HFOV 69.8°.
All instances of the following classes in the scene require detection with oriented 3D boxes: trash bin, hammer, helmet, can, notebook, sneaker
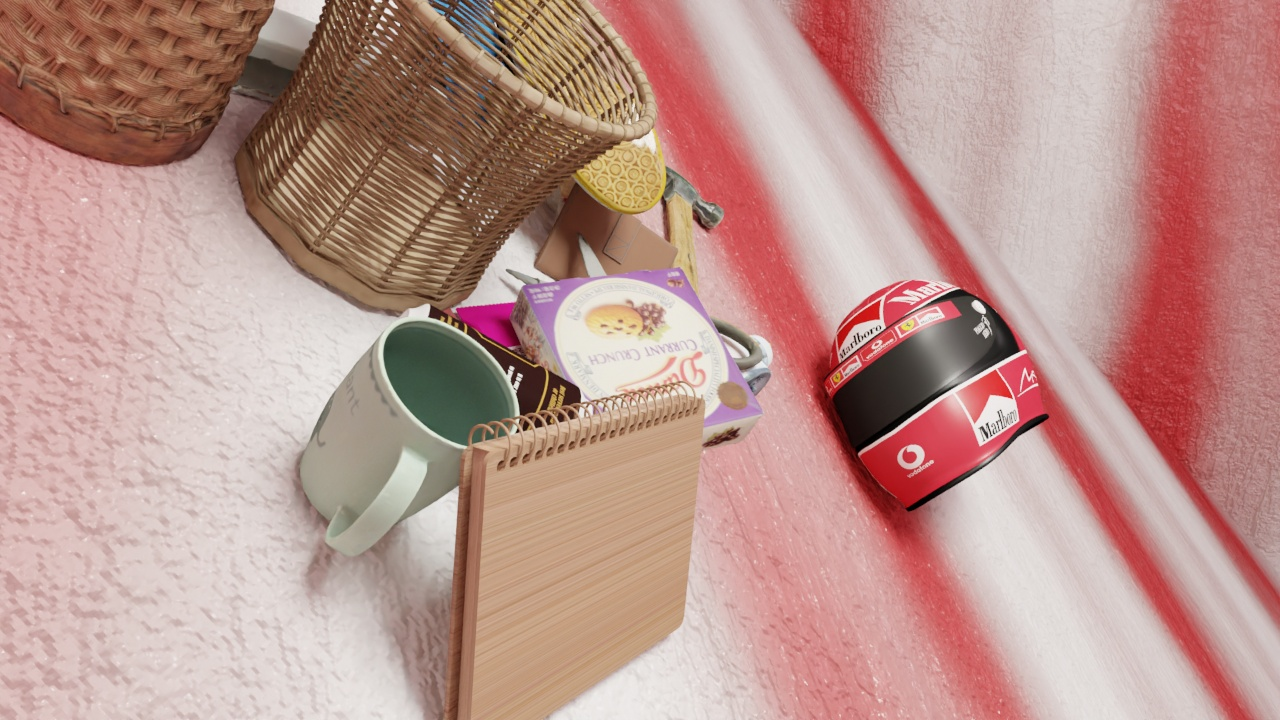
[{"bbox_3d":[-0.272,-0.235,0.510,0.151,0.211,0.151,34,32,-25],"label":"trash bin"},{"bbox_3d":[0.043,-0.107,0.972,0.132,0.033,0.329,35,32,-26],"label":"hammer"},{"bbox_3d":[0.318,0.020,1.027,0.270,0.198,0.224,-14,67,-49],"label":"helmet"},{"bbox_3d":[-0.100,0.023,0.570,0.128,0.072,0.071,30,34,-21],"label":"can"},{"bbox_3d":[-0.026,0.104,0.521,0.210,0.022,0.169,-10,108,-57],"label":"notebook"},{"bbox_3d":[-0.062,-0.220,0.808,0.238,0.086,0.122,64,-13,4],"label":"sneaker"}]

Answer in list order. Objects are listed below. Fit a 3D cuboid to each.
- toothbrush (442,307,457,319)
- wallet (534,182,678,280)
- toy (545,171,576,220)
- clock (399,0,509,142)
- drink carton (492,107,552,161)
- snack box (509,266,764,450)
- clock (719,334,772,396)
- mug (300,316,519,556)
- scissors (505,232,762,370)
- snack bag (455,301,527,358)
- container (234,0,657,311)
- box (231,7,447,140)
[{"bbox_3d":[-0.102,0.018,0.643,0.015,0.016,0.184,-15,66,-51],"label":"toothbrush"},{"bbox_3d":[-0.029,-0.093,0.823,0.121,0.087,0.013,31,-8,-30],"label":"wallet"},{"bbox_3d":[-0.055,-0.153,0.869,0.074,0.085,0.106,-11,29,-15],"label":"toy"},{"bbox_3d":[-0.159,-0.261,0.796,0.060,0.117,0.161,-23,96,-20],"label":"clock"},{"bbox_3d":[-0.093,-0.228,0.919,0.122,0.041,0.058,16,43,-45],"label":"drink carton"},{"bbox_3d":[-0.004,0.004,0.680,0.143,0.041,0.148,-11,60,-32],"label":"snack box"},{"bbox_3d":[0.077,0.017,0.818,0.057,0.083,0.117,51,33,17],"label":"clock"},{"bbox_3d":[-0.129,0.049,0.475,0.084,0.104,0.111,36,31,-22],"label":"mug"},{"bbox_3d":[-0.009,-0.013,0.733,0.225,0.016,0.225,21,49,-7],"label":"scissors"},{"bbox_3d":[-0.063,0.037,0.672,0.070,0.016,0.196,-13,66,-56],"label":"snack bag"},{"bbox_3d":[-0.137,-0.165,0.616,0.227,0.197,0.226,32,32,-23],"label":"container"},{"bbox_3d":[-0.246,-0.229,0.703,0.198,0.071,0.085,3,72,-51],"label":"box"}]
